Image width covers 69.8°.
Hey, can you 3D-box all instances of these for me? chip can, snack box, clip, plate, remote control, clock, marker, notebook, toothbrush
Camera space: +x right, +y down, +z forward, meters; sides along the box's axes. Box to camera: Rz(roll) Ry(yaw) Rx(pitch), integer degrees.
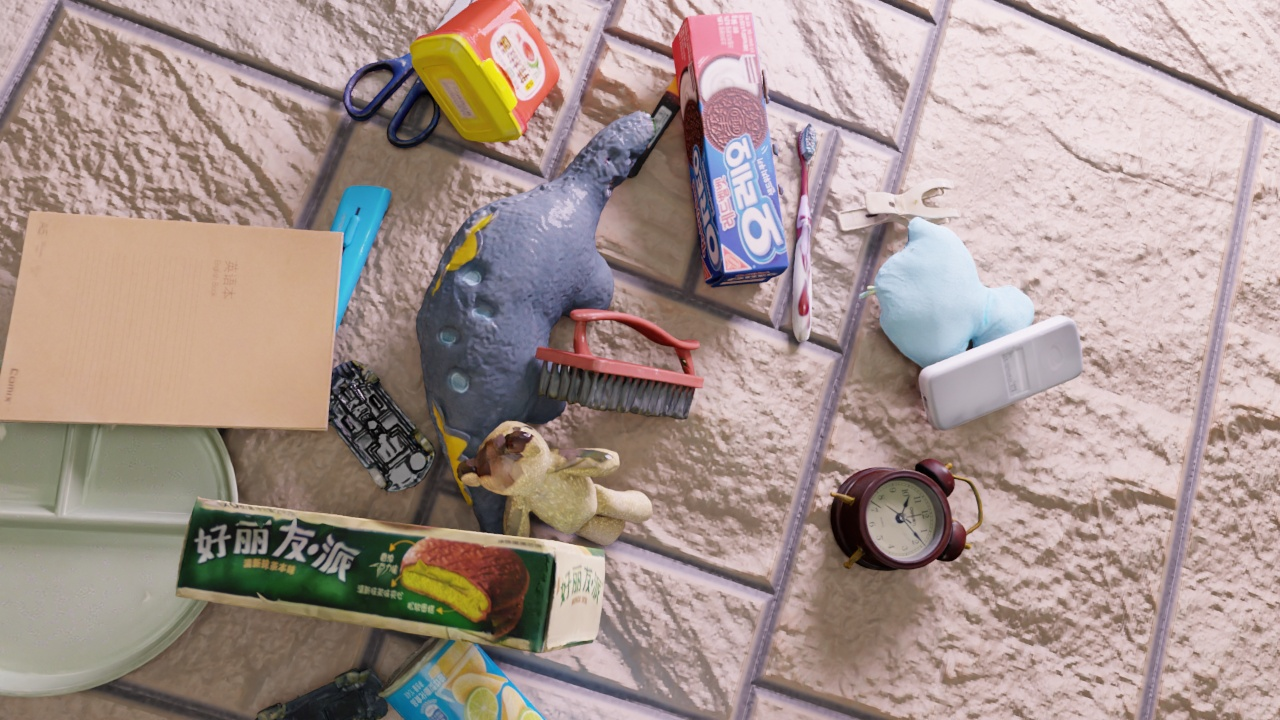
[{"bbox_3d":[-0.082,0.278,0.624,0.071,0.071,0.210,-42,92,-14],"label":"chip can"},{"bbox_3d":[-0.115,-0.222,0.694,0.080,0.082,0.091,-54,131,-24],"label":"snack box"},{"bbox_3d":[0.218,-0.127,0.767,0.099,0.070,0.034,-11,84,-19],"label":"clip"},{"bbox_3d":[-0.392,0.107,0.621,0.230,0.027,0.230,2,80,-10],"label":"plate"},{"bbox_3d":[0.290,0.010,0.737,0.136,0.020,0.056,-21,109,-5],"label":"remote control"},{"bbox_3d":[0.207,0.121,0.715,0.122,0.055,0.082,-9,82,-9],"label":"clock"},{"bbox_3d":[0.071,-0.165,0.728,0.058,0.057,0.207,-8,88,-12],"label":"snack box"},{"bbox_3d":[0.019,-0.202,0.755,0.018,0.015,0.123,32,79,-6],"label":"marker"},{"bbox_3d":[-0.323,-0.027,0.640,0.211,0.012,0.149,3,75,-10],"label":"notebook"},{"bbox_3d":[-0.151,0.133,0.575,0.240,0.114,0.063,4,77,14],"label":"snack box"},{"bbox_3d":[0.137,-0.107,0.759,0.016,0.017,0.187,5,79,-9],"label":"toothbrush"}]

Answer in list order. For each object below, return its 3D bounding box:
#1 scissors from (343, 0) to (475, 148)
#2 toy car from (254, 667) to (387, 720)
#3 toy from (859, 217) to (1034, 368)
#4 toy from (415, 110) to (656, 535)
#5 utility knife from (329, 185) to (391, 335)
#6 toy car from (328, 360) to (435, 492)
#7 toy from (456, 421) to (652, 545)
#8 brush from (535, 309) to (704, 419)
[{"bbox_3d":[-0.157,-0.239,0.730,0.173,0.012,0.126,-30,85,-15],"label":"scissors"},{"bbox_3d":[-0.218,0.243,0.627,0.090,0.034,0.043,-23,88,-13],"label":"toy car"},{"bbox_3d":[0.256,-0.038,0.754,0.156,0.050,0.161,-4,94,-15],"label":"toy"},{"bbox_3d":[-0.087,-0.036,0.669,0.137,0.091,0.356,23,82,-24],"label":"toy"},{"bbox_3d":[-0.228,-0.058,0.683,0.034,0.018,0.160,18,79,-8],"label":"utility knife"},{"bbox_3d":[-0.192,0.049,0.665,0.049,0.031,0.105,-39,84,-10],"label":"toy car"},{"bbox_3d":[-0.052,0.089,0.638,0.105,0.157,0.066,-33,47,22],"label":"toy"},{"bbox_3d":[-0.004,0.004,0.666,0.145,0.063,0.069,11,91,-50],"label":"brush"}]
